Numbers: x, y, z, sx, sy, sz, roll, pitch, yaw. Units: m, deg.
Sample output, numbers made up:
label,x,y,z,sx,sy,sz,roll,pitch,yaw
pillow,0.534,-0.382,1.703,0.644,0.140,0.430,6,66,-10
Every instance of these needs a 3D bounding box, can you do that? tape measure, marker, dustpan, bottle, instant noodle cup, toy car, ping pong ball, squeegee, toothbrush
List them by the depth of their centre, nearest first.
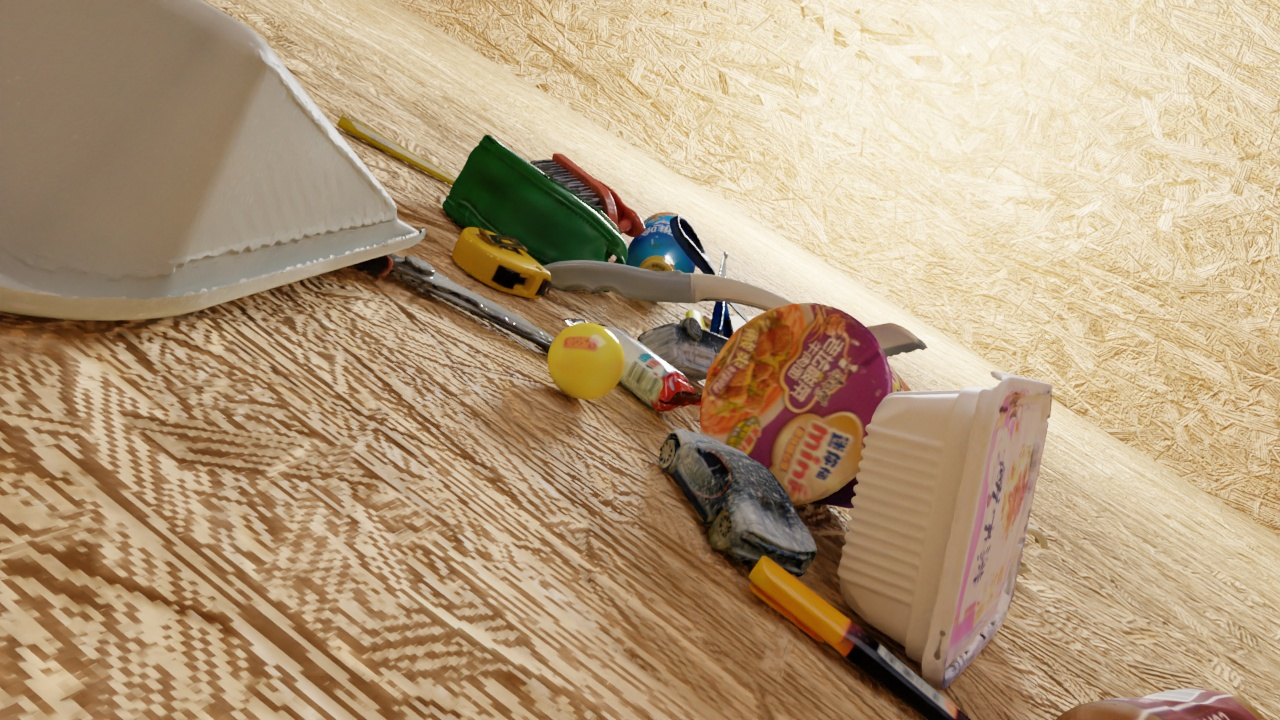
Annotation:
label,x,y,z,sx,sy,sz,roll,pitch,yaw
bottle,0.202,0.161,0.359,0.174,0.057,0.057,16,20,-43
marker,0.095,0.123,0.369,0.124,0.015,0.018,36,17,13
dustpan,-0.236,-0.083,0.373,0.222,0.142,0.258,29,-11,0
toy car,0.046,0.062,0.437,0.049,0.031,0.105,23,15,-30
instant noodle cup,0.151,0.071,0.450,0.060,0.138,0.173,13,4,32
ping pong ball,-0.028,0.000,0.479,0.040,0.040,0.040,28,15,-8
instant noodle cup,0.106,0.034,0.518,0.099,0.112,0.111,24,14,-49
tape measure,-0.093,-0.068,0.605,0.060,0.029,0.057,40,18,34
toy car,0.038,-0.003,0.623,0.090,0.043,0.034,18,59,-45
squeegee,0.041,-0.043,0.646,0.246,0.039,0.246,13,-5,-3
marker,0.045,-0.017,0.740,0.018,0.015,0.124,35,16,-11
toothbrush,-0.171,-0.165,0.800,0.190,0.017,0.015,26,15,-18
bottle,0.020,-0.095,0.847,0.065,0.065,0.218,29,14,-4

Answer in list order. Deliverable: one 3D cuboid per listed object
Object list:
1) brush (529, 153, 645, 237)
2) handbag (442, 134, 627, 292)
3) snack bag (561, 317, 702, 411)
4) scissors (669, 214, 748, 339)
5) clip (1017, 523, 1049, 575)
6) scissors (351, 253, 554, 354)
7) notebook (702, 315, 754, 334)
label,x,y,z,sx,sy,sz,roll,pitch,yaw
brush,-0.050,-0.141,0.834,0.069,0.063,0.146,-5,28,-26
handbag,-0.079,-0.108,0.712,0.131,0.068,0.120,39,8,35
snack bag,-0.003,0.003,0.549,0.105,0.026,0.045,37,19,33
scissors,0.066,-0.066,0.809,0.162,0.012,0.175,55,24,-32
clip,0.230,0.111,0.615,0.100,0.076,0.035,23,16,-28
scissors,-0.134,-0.048,0.488,0.210,0.015,0.176,35,14,19
notebook,0.158,-0.006,0.929,0.149,0.012,0.211,34,15,18
